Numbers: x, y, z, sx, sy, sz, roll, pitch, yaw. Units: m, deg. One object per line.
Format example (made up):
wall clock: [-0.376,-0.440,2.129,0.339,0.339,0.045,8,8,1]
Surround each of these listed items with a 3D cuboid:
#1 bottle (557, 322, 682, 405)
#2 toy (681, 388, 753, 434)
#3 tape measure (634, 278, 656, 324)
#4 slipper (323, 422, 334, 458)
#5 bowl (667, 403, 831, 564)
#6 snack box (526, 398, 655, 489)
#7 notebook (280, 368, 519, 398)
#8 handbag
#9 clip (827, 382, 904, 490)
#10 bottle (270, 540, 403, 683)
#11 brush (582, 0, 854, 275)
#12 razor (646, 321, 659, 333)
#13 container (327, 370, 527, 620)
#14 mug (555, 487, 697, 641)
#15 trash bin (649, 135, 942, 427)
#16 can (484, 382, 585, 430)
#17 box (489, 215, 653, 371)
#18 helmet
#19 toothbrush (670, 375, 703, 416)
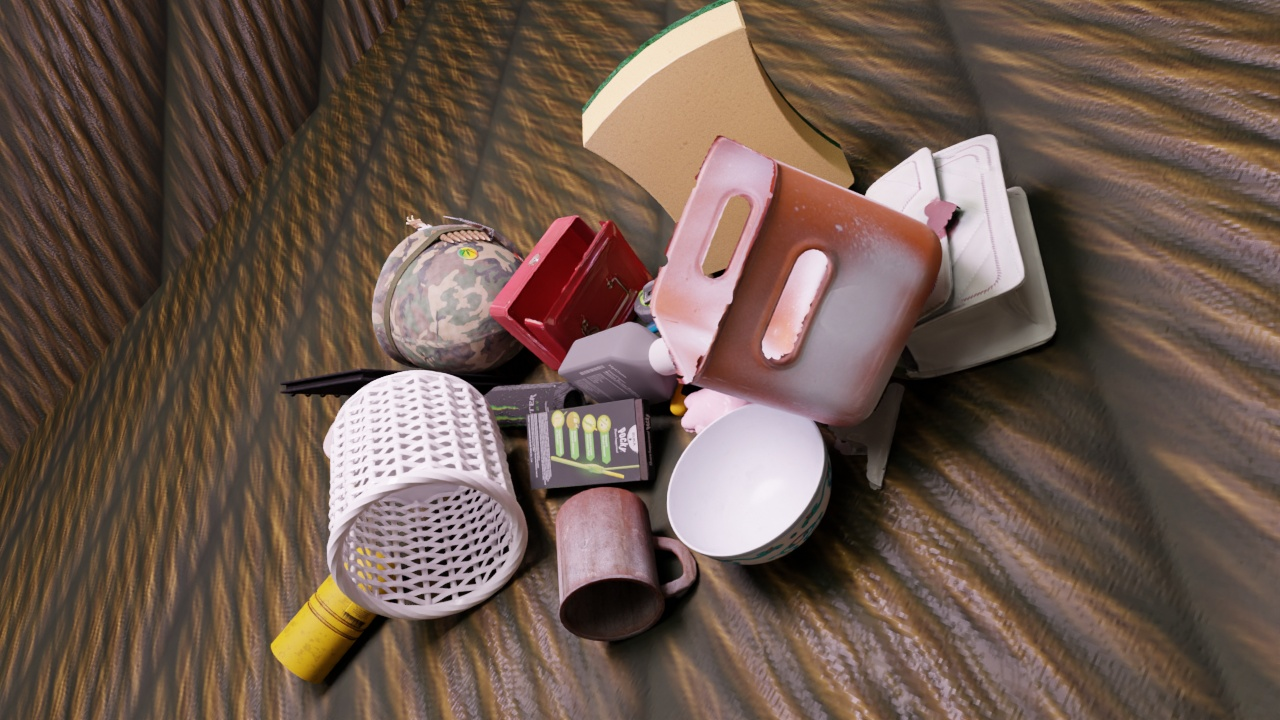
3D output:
bottle: [-0.006,0.005,0.926,0.174,0.083,0.046,-17,40,58]
toy: [0.083,0.046,0.866,0.096,0.053,0.098,-8,50,29]
tape measure: [0.023,-0.072,1.056,0.066,0.036,0.058,-34,38,13]
slipper: [-0.287,0.103,1.154,0.240,0.064,0.094,-6,53,23]
bowl: [0.102,0.114,0.763,0.144,0.074,0.143,-25,40,23]
snack box: [-0.054,0.088,0.945,0.148,0.025,0.080,-10,81,37]
notebook: [-0.289,0.030,1.110,0.169,0.231,0.019,-8,82,39]
handbag: [0.264,-0.092,0.799,0.142,0.096,0.198,-21,44,30]
clip: [0.187,0.059,0.778,0.054,0.040,0.101,3,54,30]
bottle: [-0.325,0.270,1.019,0.163,0.071,0.071,-51,37,-10]
brush: [0.082,-0.227,0.972,0.195,0.250,0.075,-31,38,23]
razor: [0.033,-0.043,1.015,0.144,0.022,0.042,-29,39,32]
container: [-0.227,0.136,0.957,0.189,0.189,0.186,-38,36,8]
mug: [-0.014,0.177,0.813,0.123,0.096,0.110,-3,45,-6]
trash bin: [0.120,-0.071,0.779,0.259,0.157,0.182,-108,38,-71]
can: [-0.124,0.053,1.055,0.138,0.054,0.053,-4,51,41]
box: [-0.079,-0.075,1.079,0.117,0.135,0.157,12,62,44]
helmet: [-0.235,-0.077,1.173,0.237,0.193,0.223,15,35,33]
toothbrush: [0.075,-0.021,0.965,0.031,0.031,0.196,-8,44,45]
